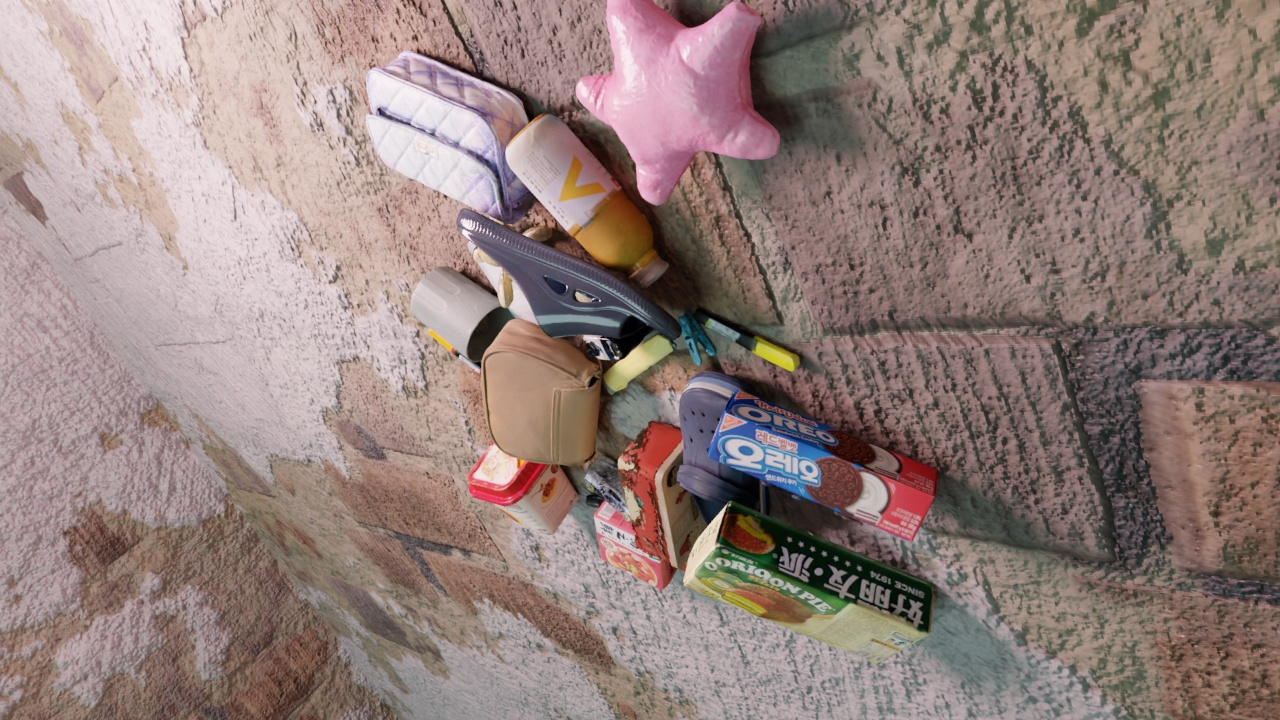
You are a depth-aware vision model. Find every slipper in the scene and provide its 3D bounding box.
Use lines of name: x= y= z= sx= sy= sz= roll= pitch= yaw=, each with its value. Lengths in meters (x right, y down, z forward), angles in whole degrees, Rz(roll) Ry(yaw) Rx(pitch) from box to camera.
slipper: x=0.082 y=0.119 z=1.001 sx=0.105 sy=0.095 sz=0.253 roll=19 pitch=140 yaw=30
slipper: x=-0.082 y=-0.068 z=0.932 sx=0.268 sy=0.083 sz=0.110 roll=28 pitch=-176 yaw=16

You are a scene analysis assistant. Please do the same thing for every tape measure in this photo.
tape measure: x=-0.028 y=-0.031 z=0.987 sx=0.066 sy=0.065 sz=0.033 roll=3 pitch=129 yaw=43

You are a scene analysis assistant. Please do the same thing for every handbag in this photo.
handbag: x=-0.117 y=0.041 z=1.128 sx=0.148 sy=0.099 sz=0.205 roll=19 pitch=139 yaw=10
handbag: x=-0.201 y=-0.232 z=0.959 sx=0.194 sy=0.075 sz=0.134 roll=28 pitch=144 yaw=26

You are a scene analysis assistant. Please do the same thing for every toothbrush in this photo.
toothbrush: x=-0.008 y=0.206 z=1.249 sx=0.189 sy=0.016 sz=0.014 roll=6 pitch=139 yaw=41

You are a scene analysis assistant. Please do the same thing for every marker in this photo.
marker: x=0.103 y=-0.022 z=0.905 sx=0.124 sy=0.015 sz=0.018 roll=29 pitch=141 yaw=28
marker: x=-0.247 y=-0.007 z=1.288 sx=0.124 sy=0.015 sz=0.018 roll=38 pitch=146 yaw=7

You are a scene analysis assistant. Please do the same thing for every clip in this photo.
clip: x=0.056 y=-0.024 z=0.945 sx=0.013 sy=0.038 sz=0.055 roll=-14 pitch=104 yaw=51

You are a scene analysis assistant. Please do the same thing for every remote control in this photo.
remote control: x=-0.154 y=-0.093 z=1.097 sx=0.056 sy=0.020 sz=0.136 roll=-13 pitch=115 yaw=51

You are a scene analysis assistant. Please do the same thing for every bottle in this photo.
bottle: x=-0.047 y=-0.149 z=0.886 sx=0.189 sy=0.067 sz=0.068 roll=48 pitch=146 yaw=-7

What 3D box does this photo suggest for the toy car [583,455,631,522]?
toy car: x=-0.025 y=0.169 z=1.200 sx=0.105 sy=0.048 sz=0.031 roll=39 pitch=147 yaw=9

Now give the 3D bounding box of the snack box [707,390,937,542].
snack box: x=0.169 y=0.097 z=0.865 sx=0.207 sy=0.057 sz=0.058 roll=22 pitch=118 yaw=11

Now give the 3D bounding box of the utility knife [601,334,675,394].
utility knife: x=-0.006 y=0.006 z=1.045 sx=0.031 sy=0.018 sz=0.152 roll=46 pitch=148 yaw=-7

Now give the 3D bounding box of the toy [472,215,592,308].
toy: x=-0.116 y=-0.100 z=1.024 sx=0.157 sy=0.066 sz=0.105 roll=36 pitch=112 yaw=8

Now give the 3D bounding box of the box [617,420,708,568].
box: x=0.024 y=0.160 z=1.102 sx=0.079 sy=0.091 sz=0.168 roll=16 pitch=136 yaw=31

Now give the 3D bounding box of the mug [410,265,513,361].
mug: x=-0.221 y=-0.053 z=1.169 sx=0.103 sy=0.083 sz=0.124 roll=34 pitch=169 yaw=19

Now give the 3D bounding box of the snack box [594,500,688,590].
snack box: x=0.005 y=0.250 z=1.239 sx=0.127 sy=0.044 sz=0.113 roll=21 pitch=141 yaw=24

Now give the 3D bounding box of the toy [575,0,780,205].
toy: x=0.027 y=-0.224 z=0.731 sx=0.195 sy=0.074 sz=0.178 roll=-16 pitch=110 yaw=49

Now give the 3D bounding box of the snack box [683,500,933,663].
snack box: x=0.176 y=0.240 z=0.978 sx=0.240 sy=0.063 sz=0.115 roll=22 pitch=143 yaw=-2

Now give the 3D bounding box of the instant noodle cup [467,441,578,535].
instant noodle cup: x=-0.161 y=0.178 z=1.309 sx=0.116 sy=0.116 sz=0.124 roll=6 pitch=142 yaw=43
